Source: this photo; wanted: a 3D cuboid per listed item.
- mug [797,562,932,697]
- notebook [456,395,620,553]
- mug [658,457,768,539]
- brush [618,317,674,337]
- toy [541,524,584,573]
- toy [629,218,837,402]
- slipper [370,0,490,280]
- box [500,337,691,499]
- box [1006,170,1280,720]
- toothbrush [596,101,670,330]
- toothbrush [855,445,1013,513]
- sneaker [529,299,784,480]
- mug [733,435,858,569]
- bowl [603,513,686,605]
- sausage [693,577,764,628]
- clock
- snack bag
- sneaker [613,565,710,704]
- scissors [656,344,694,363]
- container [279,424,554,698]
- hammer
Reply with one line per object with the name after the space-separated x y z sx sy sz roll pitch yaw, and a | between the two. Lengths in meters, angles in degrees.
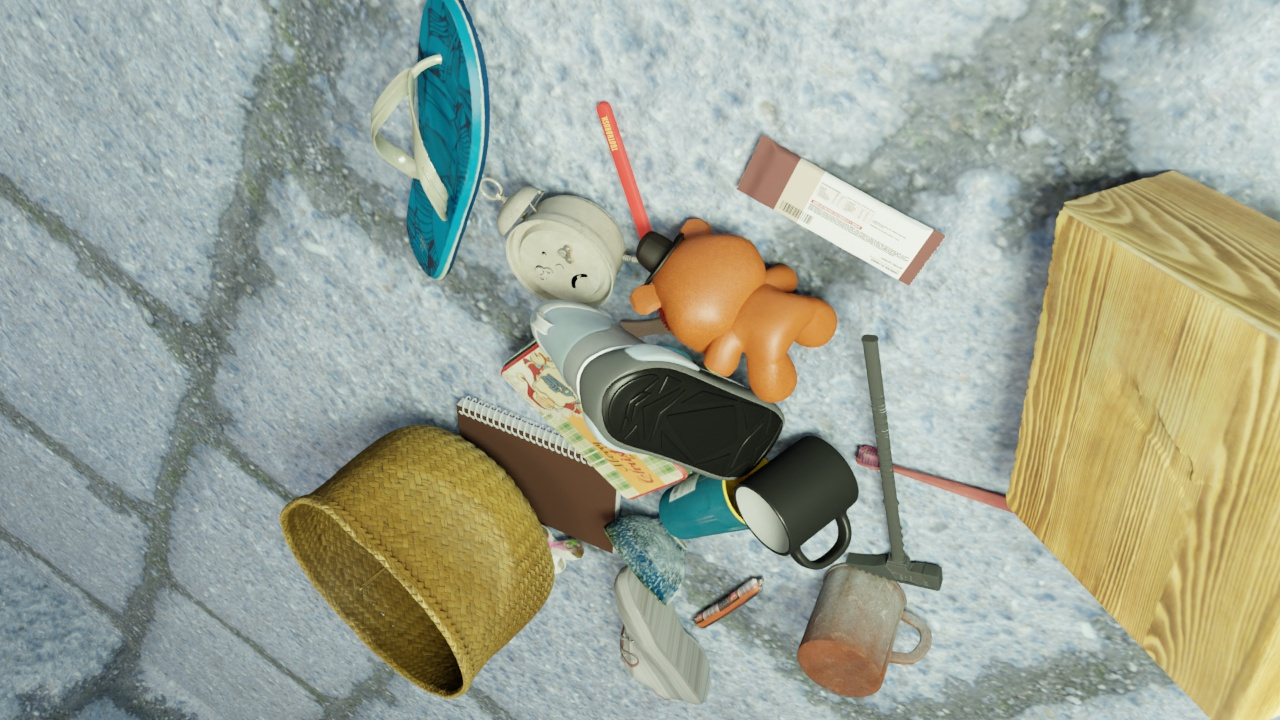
0.233 0.282 0.942 0.123 0.110 0.096 12 137 23 | mug
-0.121 0.137 1.096 0.209 0.022 0.172 20 136 16 | notebook
0.076 0.145 0.946 0.078 0.077 0.122 47 140 -12 | mug
0.032 -0.032 0.860 0.136 0.015 0.050 -6 122 35 | brush
-0.123 0.238 1.170 0.079 0.037 0.123 40 145 -11 | toy
0.072 -0.050 0.758 0.176 0.112 0.096 39 168 -1 | toy
-0.190 -0.179 0.811 0.118 0.060 0.296 52 144 22 | slipper
-0.040 0.051 0.945 0.205 0.050 0.118 47 142 -13 | box
0.474 0.041 0.580 0.336 0.286 0.280 -14 128 -10 | box
-0.002 -0.119 0.794 0.012 0.017 0.213 2 123 37 | toothbrush
0.288 0.113 0.827 0.190 0.016 0.016 17 129 19 | toothbrush
0.014 0.020 0.834 0.160 0.256 0.093 43 103 39 | sneaker
0.153 0.140 0.858 0.113 0.087 0.078 61 158 -9 | mug
0.016 0.214 1.039 0.114 0.060 0.114 51 177 3 | bowl
0.104 0.290 1.090 0.020 0.020 0.156 37 136 -2 | sausage
-0.078 -0.114 0.826 0.157 0.061 0.104 38 140 -13 | clock
0.154 -0.117 0.714 0.158 0.013 0.057 30 138 6 | snack bag
0.005 0.347 1.143 0.090 0.099 0.236 -14 121 23 | sneaker
-0.008 0.007 0.925 0.142 0.015 0.076 15 135 29 | scissors
-0.257 0.229 1.102 0.307 0.196 0.308 27 137 28 | container
0.218 0.101 0.835 0.095 0.015 0.325 8 136 29 | hammer
